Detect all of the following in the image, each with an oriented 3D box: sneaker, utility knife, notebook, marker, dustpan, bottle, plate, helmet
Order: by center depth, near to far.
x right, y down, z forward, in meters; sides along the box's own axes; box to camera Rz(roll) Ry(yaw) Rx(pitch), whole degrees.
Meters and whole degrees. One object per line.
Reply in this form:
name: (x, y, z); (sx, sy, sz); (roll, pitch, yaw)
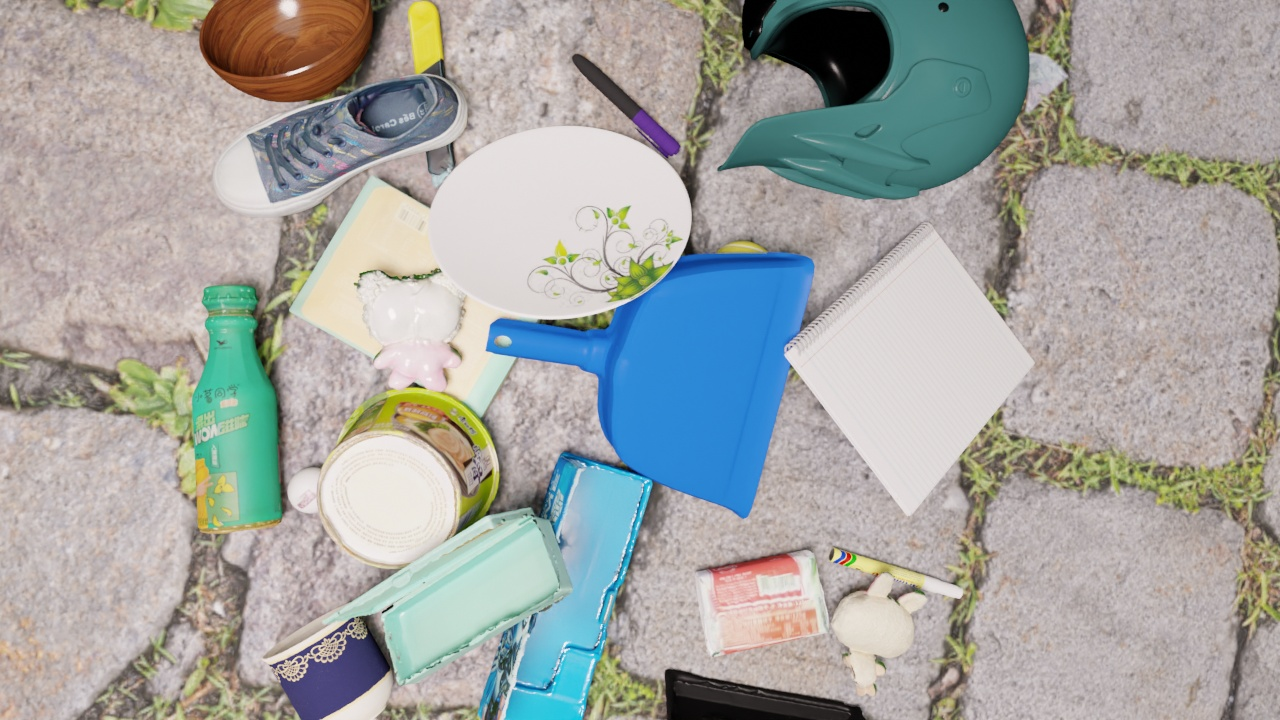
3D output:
bottle: (-0.349, 0.040, 0.791); (0.068, 0.068, 0.209); (-3, 88, -6)
sneaker: (-0.269, -0.197, 0.799); (0.235, 0.079, 0.087); (-21, 88, 0)
dustpan: (-0.005, 0.005, 0.802); (0.257, 0.059, 0.246); (9, 105, -14)
helmet: (0.203, -0.240, 0.809); (0.274, 0.176, 0.200); (-2, 85, -9)
plate: (-0.070, -0.120, 0.812); (0.229, 0.030, 0.229); (-1, 55, 1)
notebook: (0.254, -0.004, 0.836); (0.244, 0.013, 0.178); (-39, 92, -33)
utility knife: (-0.192, -0.245, 0.847); (0.029, 0.020, 0.172); (-6, 87, 1)
marker: (-0.015, -0.241, 0.868); (0.134, 0.015, 0.018); (43, 112, -3)
marker: (0.244, 0.204, 0.875); (0.132, 0.014, 0.014); (17, 85, -5)

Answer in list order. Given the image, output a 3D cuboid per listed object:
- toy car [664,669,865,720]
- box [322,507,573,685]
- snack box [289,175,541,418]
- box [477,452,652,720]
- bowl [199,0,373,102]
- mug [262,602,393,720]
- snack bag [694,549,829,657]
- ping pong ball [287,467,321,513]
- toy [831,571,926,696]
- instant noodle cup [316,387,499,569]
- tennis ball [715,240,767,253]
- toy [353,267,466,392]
toy car: (0.108, 0.349, 0.827); (0.191, 0.094, 0.071); (13, 107, -6)
box: (-0.158, 0.187, 0.726); (0.188, 0.093, 0.077); (-33, 61, 21)
snack box: (-0.191, -0.056, 0.825); (0.193, 0.044, 0.141); (30, 86, -4)
box: (-0.063, 0.209, 0.790); (0.094, 0.115, 0.243); (17, 86, -6)
bowl: (-0.298, -0.272, 0.804); (0.147, 0.069, 0.147); (-3, 59, 5)
mug: (-0.270, 0.273, 0.789); (0.112, 0.085, 0.089); (-27, 93, 28)
snack bag: (0.111, 0.223, 0.848); (0.116, 0.036, 0.077); (-10, 89, -7)
ping pong ball: (-0.289, 0.114, 0.808); (0.040, 0.040, 0.040); (0, 87, -6)
toy: (0.216, 0.248, 0.849); (0.087, 0.050, 0.112); (22, 96, -22)
instant noodle cup: (-0.199, 0.102, 0.772); (0.146, 0.097, 0.146); (1, 102, 4)
tennis ball: (0.093, -0.077, 0.846); (0.065, 0.065, 0.065); (0, 87, -6)
toy: (-0.192, -0.026, 0.781); (0.095, 0.041, 0.109); (-4, 91, -18)
